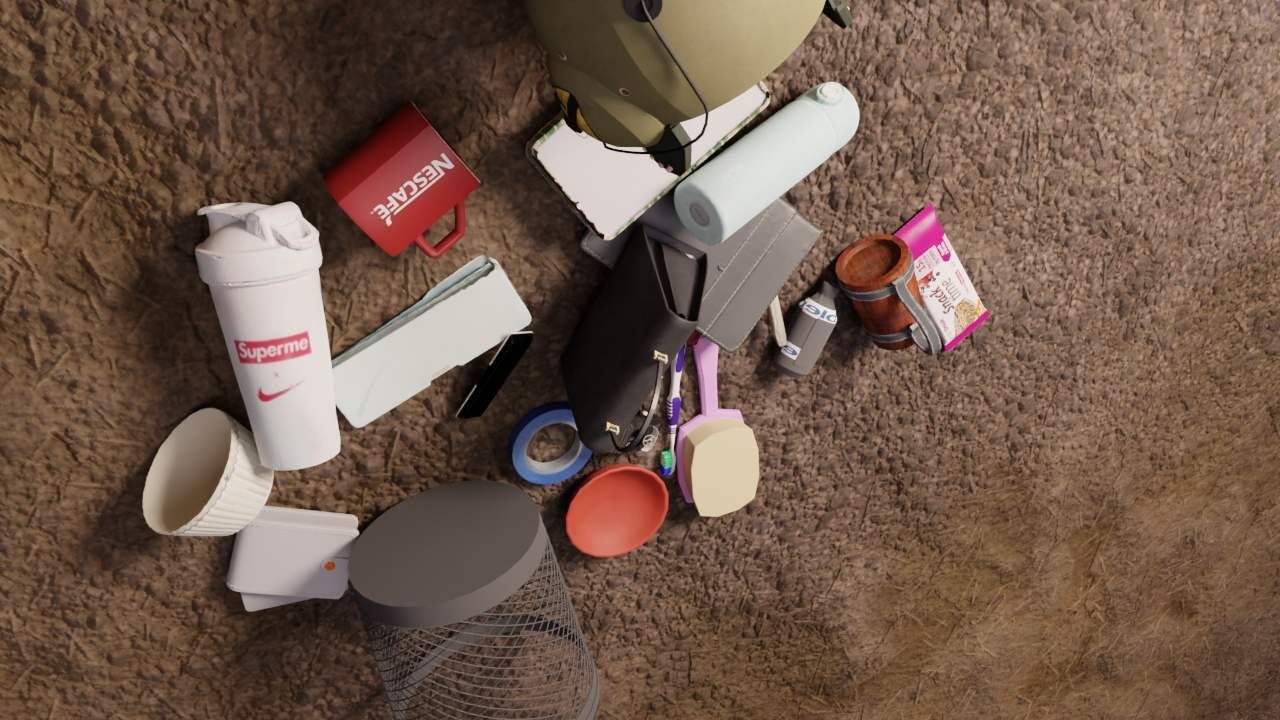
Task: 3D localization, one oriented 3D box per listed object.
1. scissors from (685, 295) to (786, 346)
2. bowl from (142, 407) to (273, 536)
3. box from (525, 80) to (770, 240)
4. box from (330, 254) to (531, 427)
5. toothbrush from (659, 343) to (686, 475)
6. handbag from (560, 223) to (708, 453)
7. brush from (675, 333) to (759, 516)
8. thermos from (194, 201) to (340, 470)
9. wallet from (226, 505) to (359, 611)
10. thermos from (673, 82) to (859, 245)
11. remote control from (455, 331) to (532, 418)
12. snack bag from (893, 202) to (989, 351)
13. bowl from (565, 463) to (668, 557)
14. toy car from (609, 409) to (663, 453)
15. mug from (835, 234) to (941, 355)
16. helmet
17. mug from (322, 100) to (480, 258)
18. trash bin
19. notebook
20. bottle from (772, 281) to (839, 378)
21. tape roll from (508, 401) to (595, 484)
[{"bbox_3d":[0.113,-0.088,0.966,0.179,0.015,0.198,41,94,-26],"label":"scissors"},{"bbox_3d":[-0.378,0.107,0.817,0.115,0.115,0.062,-46,139,5],"label":"bowl"},{"bbox_3d":[0.007,-0.213,0.825,0.205,0.050,0.117,-42,112,3],"label":"box"},{"bbox_3d":[-0.202,-0.018,0.858,0.199,0.067,0.083,-33,144,-2],"label":"box"},{"bbox_3d":[0.036,0.048,1.016,0.016,0.015,0.187,-10,120,-26],"label":"toothbrush"},{"bbox_3d":[-0.005,0.005,0.835,0.072,0.195,0.176,22,122,-18],"label":"handbag"},{"bbox_3d":[0.085,0.075,1.035,0.089,0.043,0.229,-15,122,-15],"label":"brush"},{"bbox_3d":[-0.302,-0.021,0.771,0.099,0.099,0.221,-11,113,-18],"label":"thermos"},{"bbox_3d":[-0.349,0.206,0.923,0.118,0.037,0.115,11,112,-24],"label":"wallet"},{"bbox_3d":[0.123,-0.189,0.860,0.206,0.065,0.078,-40,157,-24],"label":"thermos"},{"bbox_3d":[-0.142,0.017,0.894,0.028,0.011,0.124,-6,143,-47],"label":"remote control"},{"bbox_3d":[0.351,-0.092,1.075,0.070,0.016,0.196,-40,125,3],"label":"snack bag"},{"bbox_3d":[-0.031,0.163,1.037,0.121,0.035,0.122,-10,120,-18],"label":"bowl"},{"bbox_3d":[-0.006,0.080,0.986,0.092,0.037,0.040,-2,121,-60],"label":"toy car"},{"bbox_3d":[0.278,-0.063,1.001,0.081,0.117,0.111,-36,128,-2],"label":"mug"},{"bbox_3d":[0.016,-0.289,0.665,0.250,0.255,0.233,-42,127,1],"label":"helmet"},{"bbox_3d":[-0.190,-0.142,0.777,0.096,0.080,0.116,-40,131,1],"label":"mug"},{"bbox_3d":[-0.170,0.270,0.934,0.217,0.217,0.228,-18,118,-14],"label":"trash bin"},{"bbox_3d":[0.061,-0.121,0.913,0.209,0.029,0.169,34,98,-22],"label":"notebook"},{"bbox_3d":[0.187,-0.034,1.017,0.047,0.047,0.112,16,110,-29],"label":"bottle"},{"bbox_3d":[-0.094,0.089,0.981,0.093,0.016,0.091,-13,121,-16],"label":"tape roll"}]
